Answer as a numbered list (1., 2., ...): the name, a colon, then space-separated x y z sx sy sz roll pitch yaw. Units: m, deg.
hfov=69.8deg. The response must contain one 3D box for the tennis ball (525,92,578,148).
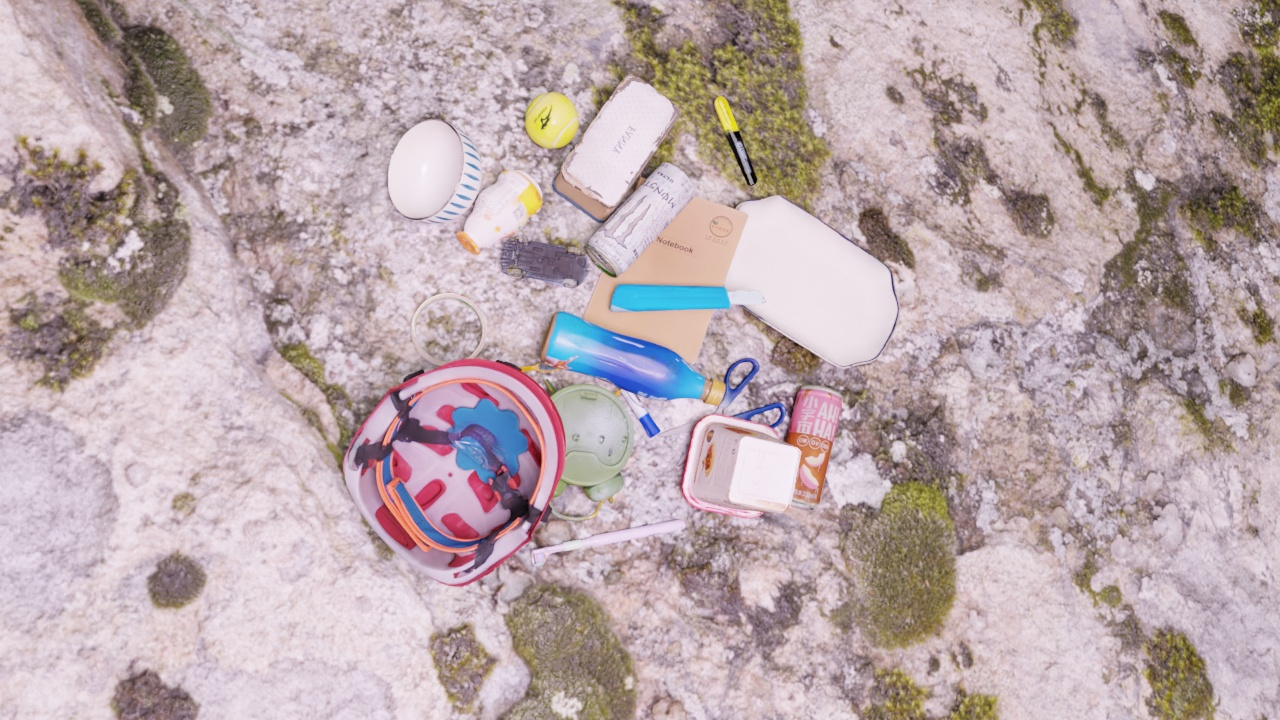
1. tennis ball: -0.107 -0.289 1.106 0.065 0.066 0.065 3 81 -16

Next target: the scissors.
1. scissors: 0.109 0.070 1.141 0.160 0.012 0.163 22 78 -11

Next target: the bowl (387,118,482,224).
1. bowl: -0.225 -0.209 1.049 0.066 0.117 0.116 13 73 -59

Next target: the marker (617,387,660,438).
1. marker: -0.021 0.029 1.107 0.016 0.017 0.146 -33 91 -18

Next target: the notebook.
1. notebook: 0.031 -0.113 1.127 0.148 0.008 0.207 20 76 5

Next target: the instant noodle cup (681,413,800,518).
1. instant noodle cup: 0.122 0.127 1.070 0.116 0.124 0.116 14 85 -15

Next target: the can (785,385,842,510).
1. can: 0.208 0.108 1.139 0.058 0.058 0.147 19 77 -13

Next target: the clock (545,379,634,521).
1. clock: -0.071 0.104 1.060 0.116 0.056 0.161 8 79 -14

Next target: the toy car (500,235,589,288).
1. toy car: -0.114 -0.115 1.095 0.105 0.031 0.049 10 79 -13

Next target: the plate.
1. plate: 0.212 -0.099 1.184 0.265 0.034 0.161 31 75 -10

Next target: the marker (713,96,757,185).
1. marker: 0.125 -0.286 1.199 0.018 0.015 0.124 -22 89 -15

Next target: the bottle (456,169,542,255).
1. bottle: -0.166 -0.172 1.072 0.063 0.063 0.108 43 72 -6

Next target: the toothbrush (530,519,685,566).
1. toothbrush: -0.035 0.210 1.074 0.189 0.029 0.021 -9 46 -18

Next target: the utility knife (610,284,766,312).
1. utility knife: 0.058 -0.075 1.102 0.188 0.018 0.034 0 86 0

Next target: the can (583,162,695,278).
1. can: 0.000 -0.170 1.107 0.058 0.058 0.146 44 79 -6

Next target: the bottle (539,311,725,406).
1. bottle: -0.006 0.006 1.069 0.218 0.065 0.065 19 77 -8

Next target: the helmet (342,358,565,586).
1. helmet: -0.176 0.097 0.968 0.207 0.143 0.240 45 101 -3

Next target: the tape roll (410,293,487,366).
1. tape roll: -0.221 -0.035 1.061 0.085 0.014 0.085 3 81 -16

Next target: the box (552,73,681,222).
1. box: -0.032 -0.256 1.127 0.090 0.061 0.184 37 76 -7

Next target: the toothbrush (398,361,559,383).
1. toothbrush: -0.182 0.014 1.062 0.191 0.018 0.016 -5 81 -17
